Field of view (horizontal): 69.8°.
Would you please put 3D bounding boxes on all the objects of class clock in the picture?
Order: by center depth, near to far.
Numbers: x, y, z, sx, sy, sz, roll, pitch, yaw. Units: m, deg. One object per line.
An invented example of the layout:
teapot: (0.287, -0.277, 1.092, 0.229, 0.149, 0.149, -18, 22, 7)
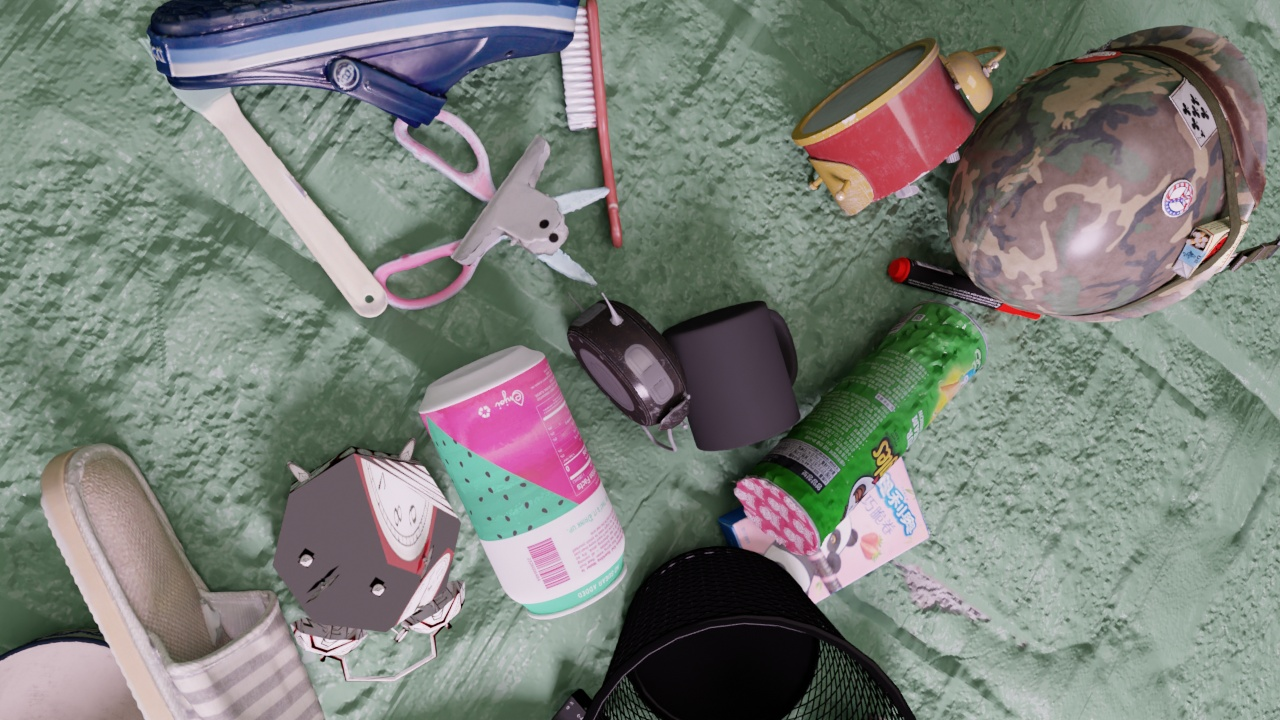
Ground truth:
clock: (-0.170, 0.133, 0.586, 0.114, 0.065, 0.154, -10, 94, -19)
clock: (-0.004, 0.004, 0.626, 0.043, 0.091, 0.123, -41, 107, -14)
clock: (0.196, -0.175, 0.671, 0.159, 0.117, 0.081, -37, 107, 6)

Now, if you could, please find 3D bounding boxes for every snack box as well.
snack box: (0.144, 0.129, 0.711, 0.154, 0.033, 0.088, -24, 99, -17)

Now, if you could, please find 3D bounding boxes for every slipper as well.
slipper: (-0.255, 0.166, 0.540, 0.054, 0.114, 0.272, -29, 98, 5)
slipper: (-0.162, -0.193, 0.568, 0.252, 0.105, 0.095, -16, 122, -23)

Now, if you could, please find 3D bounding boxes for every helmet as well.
helmet: (0.347, -0.132, 0.677, 0.235, 0.192, 0.225, 3, 133, -44)

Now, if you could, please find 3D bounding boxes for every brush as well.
brush: (-0.233, -0.117, 0.581, 0.033, 0.012, 0.217, -38, 101, -13)
brush: (-0.036, -0.163, 0.641, 0.030, 0.041, 0.172, -7, 96, -2)

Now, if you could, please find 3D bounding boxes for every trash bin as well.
trash bin: (0.057, 0.214, 0.571, 0.184, 0.210, 0.184, 0, 94, 1)

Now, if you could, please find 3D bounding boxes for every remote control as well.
remote control: (-0.002, 0.293, 0.627, 0.150, 0.013, 0.034, 43, 120, 18)

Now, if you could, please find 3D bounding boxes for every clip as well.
clip: (-0.074, -0.094, 0.606, 0.054, 0.041, 0.101, 33, 86, 11)

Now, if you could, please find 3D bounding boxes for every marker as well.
marker: (0.269, -0.060, 0.755, 0.145, 0.021, 0.023, 12, 62, -19)

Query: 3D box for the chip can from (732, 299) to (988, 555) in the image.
chip can: (0.168, 0.043, 0.677, 0.222, 0.076, 0.075, -40, 104, -25)

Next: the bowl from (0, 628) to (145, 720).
bowl: (-0.331, 0.210, 0.536, 0.115, 0.059, 0.115, -1, 92, -19)

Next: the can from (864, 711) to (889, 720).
can: (0.175, 0.331, 0.675, 0.044, 0.130, 0.130, 18, 85, 9)

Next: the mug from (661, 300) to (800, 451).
mug: (0.076, 0.004, 0.668, 0.113, 0.078, 0.088, -26, 101, -44)

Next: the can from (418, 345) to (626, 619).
can: (-0.075, 0.079, 0.605, 0.088, 0.088, 0.166, -26, 100, -17)

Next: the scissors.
scissors: (-0.107, -0.106, 0.615, 0.170, 0.014, 0.168, -20, 92, -5)
